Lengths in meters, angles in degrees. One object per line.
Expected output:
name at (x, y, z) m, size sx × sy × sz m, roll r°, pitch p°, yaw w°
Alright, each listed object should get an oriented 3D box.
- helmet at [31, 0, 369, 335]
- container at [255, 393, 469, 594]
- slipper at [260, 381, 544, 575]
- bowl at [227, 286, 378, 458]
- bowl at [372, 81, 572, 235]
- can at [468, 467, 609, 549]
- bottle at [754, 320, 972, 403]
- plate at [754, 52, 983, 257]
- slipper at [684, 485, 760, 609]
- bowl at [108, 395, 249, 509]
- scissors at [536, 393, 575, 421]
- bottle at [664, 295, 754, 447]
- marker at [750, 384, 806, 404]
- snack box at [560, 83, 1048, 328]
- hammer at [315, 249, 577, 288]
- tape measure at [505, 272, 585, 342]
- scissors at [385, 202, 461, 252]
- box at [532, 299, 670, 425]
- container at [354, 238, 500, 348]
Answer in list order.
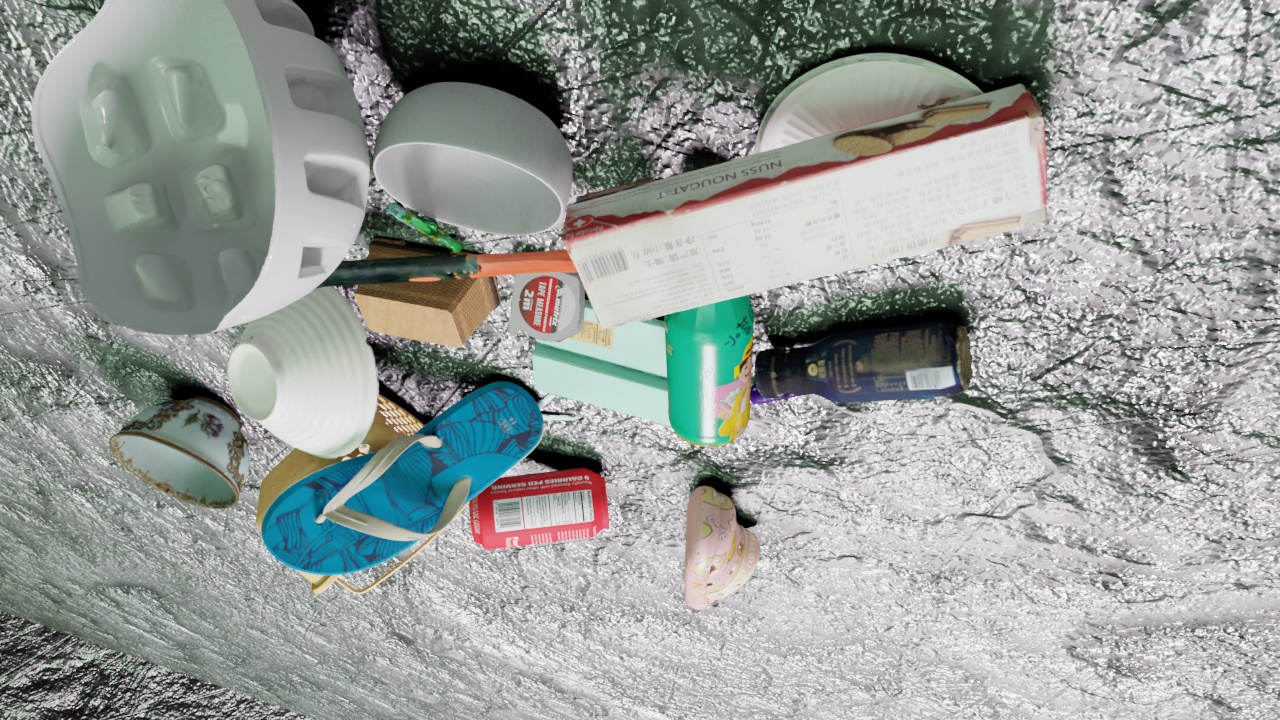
helmet at (-0.280, -0.137, 0.599) m, size 0.283 × 0.183 × 0.224 m, roll -17°, pitch 97°, yaw 58°
container at (-0.287, 0.147, 0.976) m, size 0.167 × 0.183 × 0.129 m, roll 48°, pitch 180°, yaw -27°
slipper at (-0.224, 0.125, 0.887) m, size 0.295 × 0.060 × 0.118 m, roll -31°, pitch 112°, yaw -3°
bowl at (-0.331, 0.013, 0.852) m, size 0.177 × 0.070 × 0.177 m, roll 7°, pitch 104°, yaw 32°
bowl at (-0.109, -0.142, 0.623) m, size 0.132 × 0.064 × 0.132 m, roll 9°, pitch 165°, yaw 2°
can at (-0.107, 0.157, 0.977) m, size 0.142 × 0.074 × 0.075 m, roll -6°, pitch 143°, yaw -6°
bottle at (0.167, 0.004, 0.702) m, size 0.161 × 0.056 × 0.056 m, roll -5°, pitch 137°, yaw 30°
plate at (0.150, -0.126, 0.578) m, size 0.157 × 0.014 × 0.157 m, roll 12°, pitch 143°, yaw 9°
slipper at (0.087, 0.210, 0.982) m, size 0.081 × 0.093 × 0.198 m, roll 4°, pitch 143°, yaw 3°
bowl at (-0.547, 0.101, 1.127) m, size 0.160 × 0.093 × 0.160 m, roll 13°, pitch 143°, yaw 9°
scissors at (-0.117, 0.066, 0.954) m, size 0.134 × 0.015 × 0.104 m, roll -3°, pitch 135°, yaw 22°
bottle at (0.052, -0.028, 0.696) m, size 0.068 × 0.067 × 0.210 m, roll 9°, pitch 133°, yaw 14°
marker at (0.148, 0.018, 0.763) m, size 0.134 × 0.015 × 0.018 m, roll -14°, pitch 123°, yaw 38°
snack box at (0.094, -0.089, 0.545) m, size 0.273 × 0.044 × 0.077 m, roll -13°, pitch 130°, yaw 12°
hammer at (-0.143, -0.072, 0.698) m, size 0.334 × 0.033 × 0.133 m, roll 0°, pitch 171°, yaw 17°
tape measure at (-0.076, -0.047, 0.755) m, size 0.062 × 0.020 × 0.060 m, roll 12°, pitch 105°, yaw 7°
scissors at (-0.170, -0.107, 0.699) m, size 0.070 × 0.014 × 0.130 m, roll 30°, pitch 178°, yaw -7°
box at (-0.005, 0.006, 0.812) m, size 0.187 × 0.033 × 0.136 m, roll 14°, pitch 149°, yaw 6°
container at (-0.186, -0.056, 0.784) m, size 0.114 × 0.061 × 0.063 m, roll 10°, pitch 143°, yaw 12°
